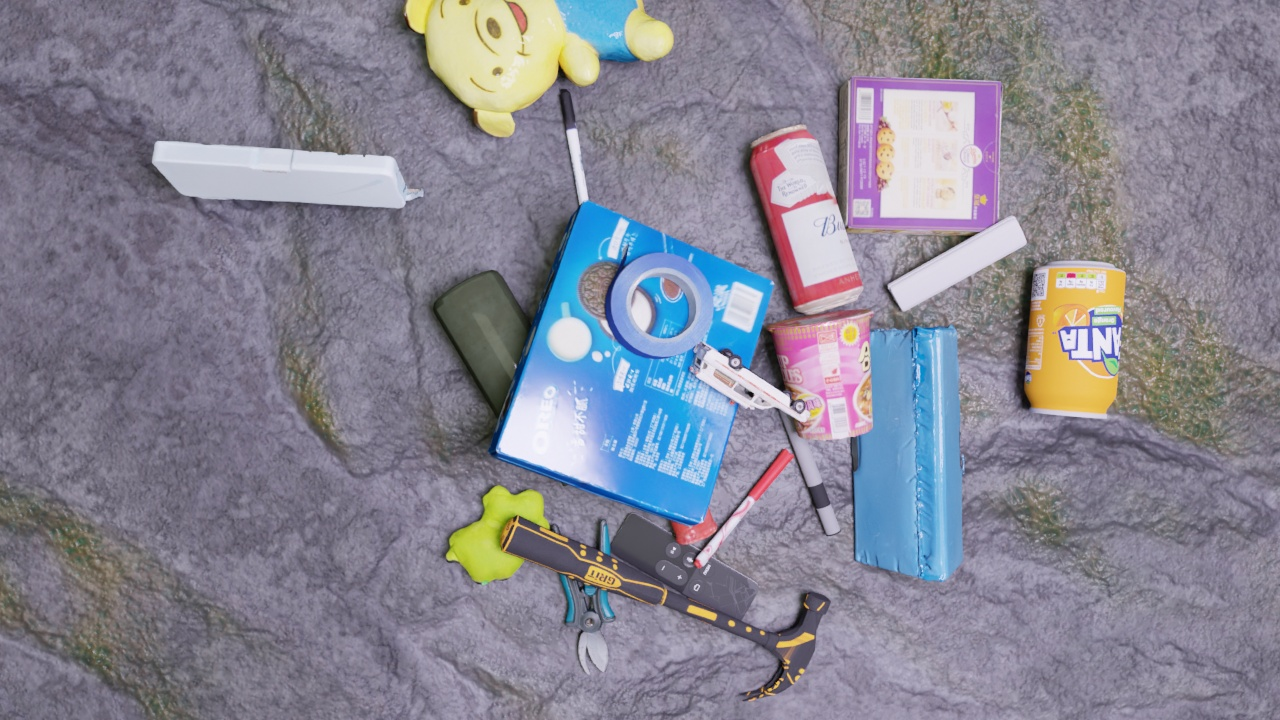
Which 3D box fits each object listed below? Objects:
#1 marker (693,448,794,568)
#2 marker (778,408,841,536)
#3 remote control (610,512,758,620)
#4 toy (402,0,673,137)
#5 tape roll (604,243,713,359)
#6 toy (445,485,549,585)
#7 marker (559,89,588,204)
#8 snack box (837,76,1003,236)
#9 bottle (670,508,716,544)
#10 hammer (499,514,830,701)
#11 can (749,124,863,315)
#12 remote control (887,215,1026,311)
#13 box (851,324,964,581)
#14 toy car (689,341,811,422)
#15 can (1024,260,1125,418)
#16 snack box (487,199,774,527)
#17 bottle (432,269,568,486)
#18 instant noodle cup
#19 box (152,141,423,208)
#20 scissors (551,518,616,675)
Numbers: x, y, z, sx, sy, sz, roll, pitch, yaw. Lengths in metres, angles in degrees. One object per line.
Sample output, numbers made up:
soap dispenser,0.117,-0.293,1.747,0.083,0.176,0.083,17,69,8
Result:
marker,0.099,0.143,0.881,0.013,0.013,0.142,40,85,-2
marker,0.162,0.102,0.887,0.016,0.016,0.140,-21,91,-2
remote control,0.043,0.201,0.887,0.146,0.008,0.045,30,89,-2
toy,-0.093,-0.300,0.841,0.214,0.084,0.149,-23,84,-1
tape roll,0.017,-0.047,0.790,0.093,0.016,0.091,17,78,-16
toy,-0.134,0.165,0.867,0.094,0.036,0.093,6,85,-9
marker,-0.060,-0.185,0.878,0.011,0.011,0.152,-9,91,-2
snack box,0.265,-0.193,0.876,0.148,0.040,0.143,1,91,-3
bottle,0.036,0.118,0.869,0.044,0.044,0.109,-21,90,-2
hammer,0.018,0.223,0.858,0.320,0.036,0.123,24,97,-9
can,0.154,-0.130,0.859,0.067,0.067,0.170,-18,91,-2
remote control,0.300,-0.090,0.870,0.131,0.012,0.033,-30,118,14
box,0.246,0.083,0.871,0.102,0.094,0.231,-1,92,30
toy car,0.094,0.025,0.802,0.113,0.039,0.039,34,94,-15
can,0.408,-0.019,0.864,0.079,0.079,0.142,4,90,-2
snack box,-0.005,0.005,0.817,0.195,0.056,0.238,22,78,-15
bottle,-0.111,0.020,0.848,0.071,0.071,0.207,-31,92,-2
instant noodle cup,0.172,0.014,0.851,0.097,0.097,0.108,-10,96,-2
box,-0.301,-0.157,0.806,0.197,0.136,0.049,4,91,-2
scissors,-0.050,0.219,0.878,0.128,0.019,0.153,36,93,2
